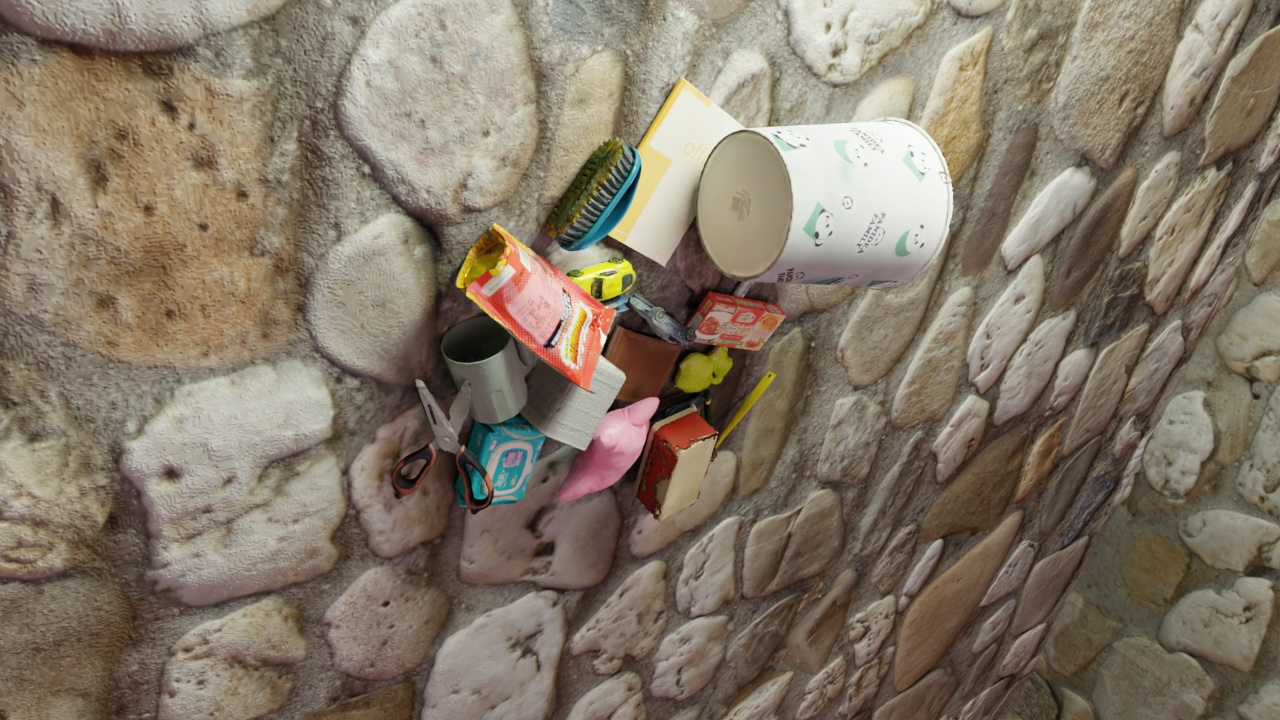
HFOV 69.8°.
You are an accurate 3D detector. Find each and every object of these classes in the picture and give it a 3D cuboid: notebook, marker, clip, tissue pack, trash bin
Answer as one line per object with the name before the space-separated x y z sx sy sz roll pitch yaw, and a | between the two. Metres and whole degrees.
notebook | 0.040 -0.230 1.151 0.145 0.010 0.206 23 103 -47
marker | 0.179 -0.145 1.323 0.145 0.017 0.017 -53 137 5
clip | -0.044 -0.066 1.193 0.057 0.025 0.036 -22 125 -19
tissue pack | -0.184 0.133 1.202 0.093 0.050 0.134 1 119 -41
trash bin | 0.225 -0.198 1.171 0.251 0.229 0.230 -7 123 -34

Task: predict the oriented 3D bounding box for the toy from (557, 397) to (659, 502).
toy | -0.040 0.124 1.286 0.178 0.074 0.195 -35 164 -49

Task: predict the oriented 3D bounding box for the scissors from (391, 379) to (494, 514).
scissors | -0.236 0.111 1.112 0.189 0.015 0.227 38 120 -25

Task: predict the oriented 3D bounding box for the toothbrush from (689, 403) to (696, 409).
toothbrush | 0.078 0.133 1.404 0.018 0.016 0.192 -21 137 -17

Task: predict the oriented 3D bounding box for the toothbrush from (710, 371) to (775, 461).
toothbrush | 0.154 0.094 1.457 0.190 0.016 0.016 -51 155 -11

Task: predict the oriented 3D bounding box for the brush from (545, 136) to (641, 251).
brush | -0.047 -0.188 1.078 0.144 0.055 0.073 -53 136 4

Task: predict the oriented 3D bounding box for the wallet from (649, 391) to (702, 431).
wallet | 0.050 0.104 1.389 0.090 0.033 0.115 -20 134 -29

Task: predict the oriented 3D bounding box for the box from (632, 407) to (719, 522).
box | 0.054 0.160 1.344 0.091 0.078 0.169 -22 143 -32

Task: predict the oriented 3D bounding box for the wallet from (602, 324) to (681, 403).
wallet | -0.008 0.007 1.273 0.124 0.032 0.101 14 107 -45

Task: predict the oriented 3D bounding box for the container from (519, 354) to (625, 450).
container | -0.090 0.039 1.185 0.090 0.090 0.114 27 97 -47

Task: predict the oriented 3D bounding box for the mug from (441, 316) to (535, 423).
mug | -0.173 0.000 1.104 0.123 0.084 0.103 -51 145 -36

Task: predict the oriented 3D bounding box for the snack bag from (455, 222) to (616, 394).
snack bag | -0.112 -0.061 1.071 0.208 0.073 0.128 39 49 -36

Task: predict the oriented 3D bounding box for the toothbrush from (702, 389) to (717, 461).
toothbrush | 0.109 0.102 1.428 0.017 0.012 0.186 -38 146 -22

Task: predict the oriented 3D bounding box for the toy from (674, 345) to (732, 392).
toy | 0.094 0.015 1.359 0.100 0.031 0.097 -39 139 -10

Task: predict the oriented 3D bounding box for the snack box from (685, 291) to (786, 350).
snack box | 0.137 -0.055 1.335 0.152 0.025 0.075 7 131 -42

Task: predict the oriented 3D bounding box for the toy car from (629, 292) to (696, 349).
toy car | 0.029 -0.052 1.239 0.037 0.054 0.120 -54 137 3

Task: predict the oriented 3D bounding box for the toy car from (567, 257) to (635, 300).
toy car | -0.054 -0.095 1.158 0.105 0.032 0.048 -19 130 -26
